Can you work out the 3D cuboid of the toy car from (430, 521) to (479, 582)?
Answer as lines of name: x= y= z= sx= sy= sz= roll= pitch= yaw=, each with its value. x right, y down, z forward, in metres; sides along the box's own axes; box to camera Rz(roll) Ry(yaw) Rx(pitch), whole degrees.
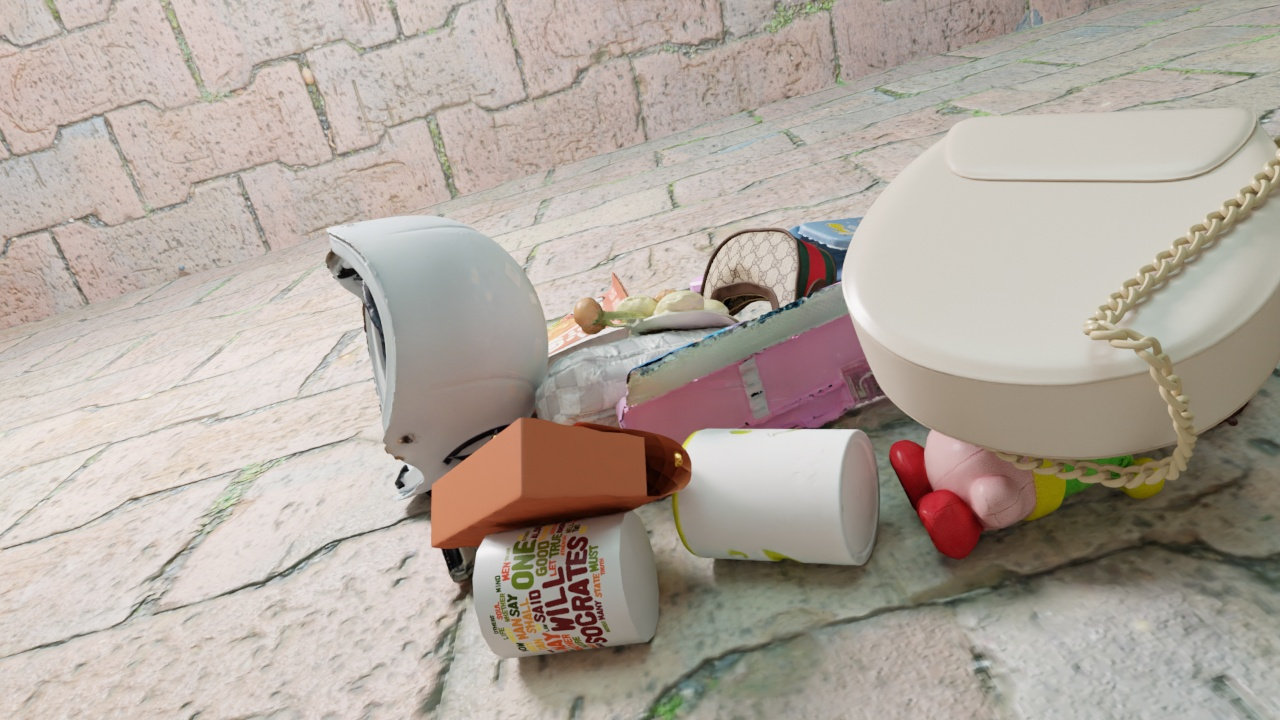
toy car: x=-0.133 y=0.122 z=0.685 sx=0.033 sy=0.048 sz=0.105 roll=-14 pitch=20 yaw=-4

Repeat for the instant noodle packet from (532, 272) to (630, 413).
instant noodle packet: x=-0.096 y=0.008 z=0.971 sx=0.221 sy=0.084 sz=0.164 roll=-28 pitch=21 yaw=1

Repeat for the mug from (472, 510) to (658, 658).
mug: x=-0.039 y=0.134 z=0.559 sx=0.090 sy=0.073 sz=0.105 roll=-11 pitch=-5 yaw=14

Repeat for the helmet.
helmet: x=-0.168 y=-0.011 z=0.806 sx=0.163 sy=0.236 sz=0.265 roll=-14 pitch=-18 yaw=-19

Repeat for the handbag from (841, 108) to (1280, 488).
handbag: x=0.220 y=-0.054 z=0.487 sx=0.211 sy=0.103 sz=0.208 roll=10 pitch=56 yaw=38

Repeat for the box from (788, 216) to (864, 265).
box: x=0.233 y=-0.127 z=0.942 sx=0.209 sy=0.049 sz=0.121 roll=-11 pitch=-6 yaw=-34

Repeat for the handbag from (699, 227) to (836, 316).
handbag: x=0.112 y=-0.050 z=0.852 sx=0.063 sy=0.138 sz=0.167 roll=18 pitch=-3 yaw=-29

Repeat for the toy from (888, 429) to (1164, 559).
toy: x=0.224 y=0.062 z=0.544 sx=0.131 sy=0.097 sz=0.124 roll=-32 pitch=11 yaw=11

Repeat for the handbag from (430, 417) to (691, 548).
handbag: x=-0.057 y=0.078 z=0.586 sx=0.108 sy=0.060 sz=0.172 roll=8 pitch=-23 yaw=-27

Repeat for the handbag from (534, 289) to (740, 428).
handbag: x=-0.004 y=0.004 z=0.745 sx=0.171 sy=0.123 sz=0.113 roll=-14 pitch=-9 yaw=-19

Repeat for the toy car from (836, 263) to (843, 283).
toy car: x=0.212 y=-0.069 z=0.906 sx=0.153 sy=0.055 sz=0.056 roll=-15 pitch=20 yaw=6

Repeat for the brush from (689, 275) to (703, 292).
brush: x=0.161 y=-0.116 z=1.090 sx=0.229 sy=0.043 sz=0.089 roll=-5 pitch=23 yaw=29

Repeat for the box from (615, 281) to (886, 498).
box: x=0.091 y=0.001 z=0.675 sx=0.230 sy=0.159 sz=0.066 roll=-23 pitch=48 yaw=-12

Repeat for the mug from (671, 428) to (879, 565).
mug: x=0.084 y=0.082 z=0.565 sx=0.106 sy=0.082 sz=0.082 roll=-4 pitch=24 yaw=31

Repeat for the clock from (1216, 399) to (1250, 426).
clock: x=0.352 y=-0.012 z=0.619 sx=0.121 sy=0.072 sz=0.157 roll=-2 pitch=25 yaw=35
